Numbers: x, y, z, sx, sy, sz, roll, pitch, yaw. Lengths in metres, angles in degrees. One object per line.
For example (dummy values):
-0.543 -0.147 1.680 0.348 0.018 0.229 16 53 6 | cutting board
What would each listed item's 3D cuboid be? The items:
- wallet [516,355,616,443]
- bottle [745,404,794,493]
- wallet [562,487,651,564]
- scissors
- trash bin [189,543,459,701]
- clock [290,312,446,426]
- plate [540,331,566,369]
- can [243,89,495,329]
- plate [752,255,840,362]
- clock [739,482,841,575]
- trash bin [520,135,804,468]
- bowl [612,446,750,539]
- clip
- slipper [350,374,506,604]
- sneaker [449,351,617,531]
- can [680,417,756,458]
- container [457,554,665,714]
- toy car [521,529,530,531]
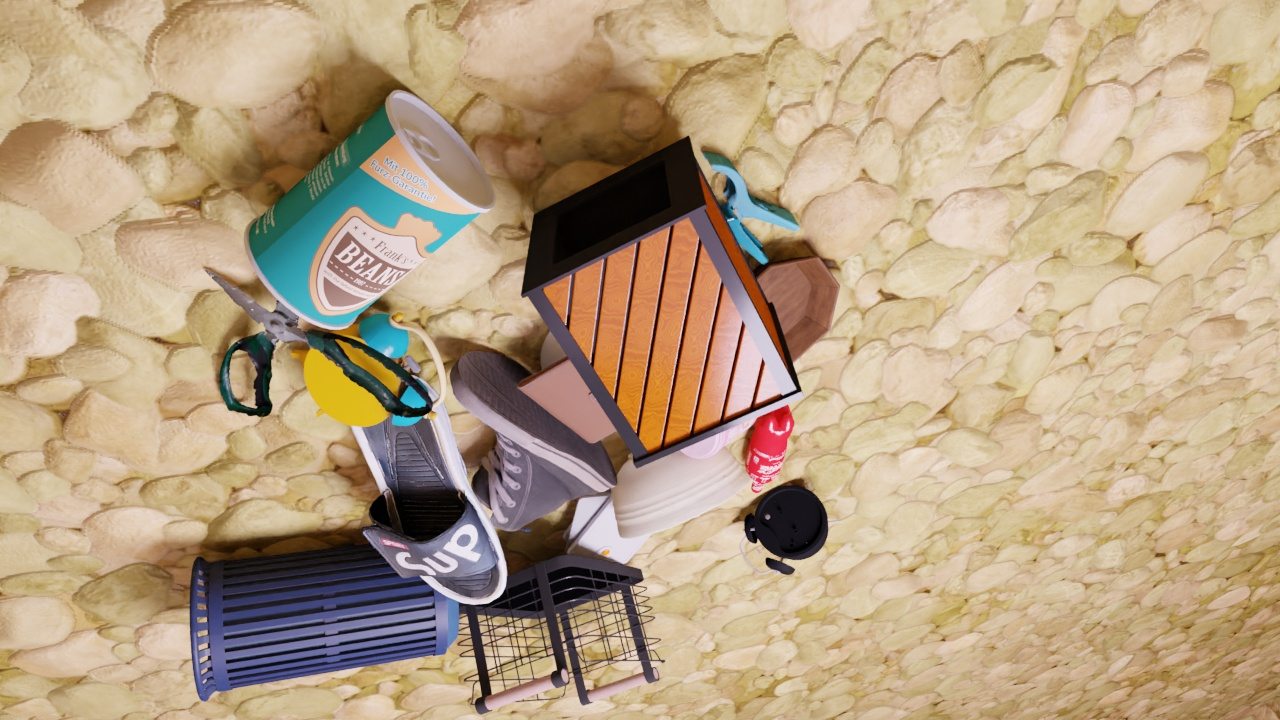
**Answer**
-0.044 0.033 0.845 0.087 0.013 0.121 -28 139 17 | wallet
0.142 0.103 1.032 0.042 0.042 0.142 -8 137 -13 | bottle
-0.040 0.186 1.056 0.115 0.037 0.119 16 124 -34 | wallet
-0.263 0.008 0.738 0.206 0.015 0.202 29 133 -4 | scissors
-0.322 0.258 0.953 0.249 0.139 0.140 -4 136 -20 | trash bin
-0.225 0.011 0.769 0.130 0.043 0.099 -9 111 16 | clock
-0.005 0.005 0.864 0.174 0.036 0.174 -8 141 -6 | plate
-0.189 -0.103 0.645 0.144 0.099 0.099 -35 136 17 | can
0.127 -0.046 0.866 0.131 0.025 0.131 -16 132 -19 | plate
0.177 0.209 1.124 0.121 0.091 0.042 -40 147 2 | clock
0.017 -0.046 0.710 0.140 0.139 0.172 -24 120 13 | trash bin
0.032 0.121 0.963 0.151 0.075 0.150 -24 -178 1 | bowl
0.088 -0.140 0.769 0.130 0.030 0.120 7 127 -27 | clip
-0.204 0.136 0.854 0.111 0.063 0.264 -5 116 13 | slipper
-0.129 0.083 0.878 0.120 0.095 0.235 -30 145 11 | sneaker
0.071 0.054 0.913 0.076 0.067 0.067 -29 153 -47 | can
-0.089 0.322 1.061 0.163 0.130 0.241 -25 154 17 | container
-0.168 0.173 0.992 0.062 0.033 0.092 -20 139 10 | toy car
